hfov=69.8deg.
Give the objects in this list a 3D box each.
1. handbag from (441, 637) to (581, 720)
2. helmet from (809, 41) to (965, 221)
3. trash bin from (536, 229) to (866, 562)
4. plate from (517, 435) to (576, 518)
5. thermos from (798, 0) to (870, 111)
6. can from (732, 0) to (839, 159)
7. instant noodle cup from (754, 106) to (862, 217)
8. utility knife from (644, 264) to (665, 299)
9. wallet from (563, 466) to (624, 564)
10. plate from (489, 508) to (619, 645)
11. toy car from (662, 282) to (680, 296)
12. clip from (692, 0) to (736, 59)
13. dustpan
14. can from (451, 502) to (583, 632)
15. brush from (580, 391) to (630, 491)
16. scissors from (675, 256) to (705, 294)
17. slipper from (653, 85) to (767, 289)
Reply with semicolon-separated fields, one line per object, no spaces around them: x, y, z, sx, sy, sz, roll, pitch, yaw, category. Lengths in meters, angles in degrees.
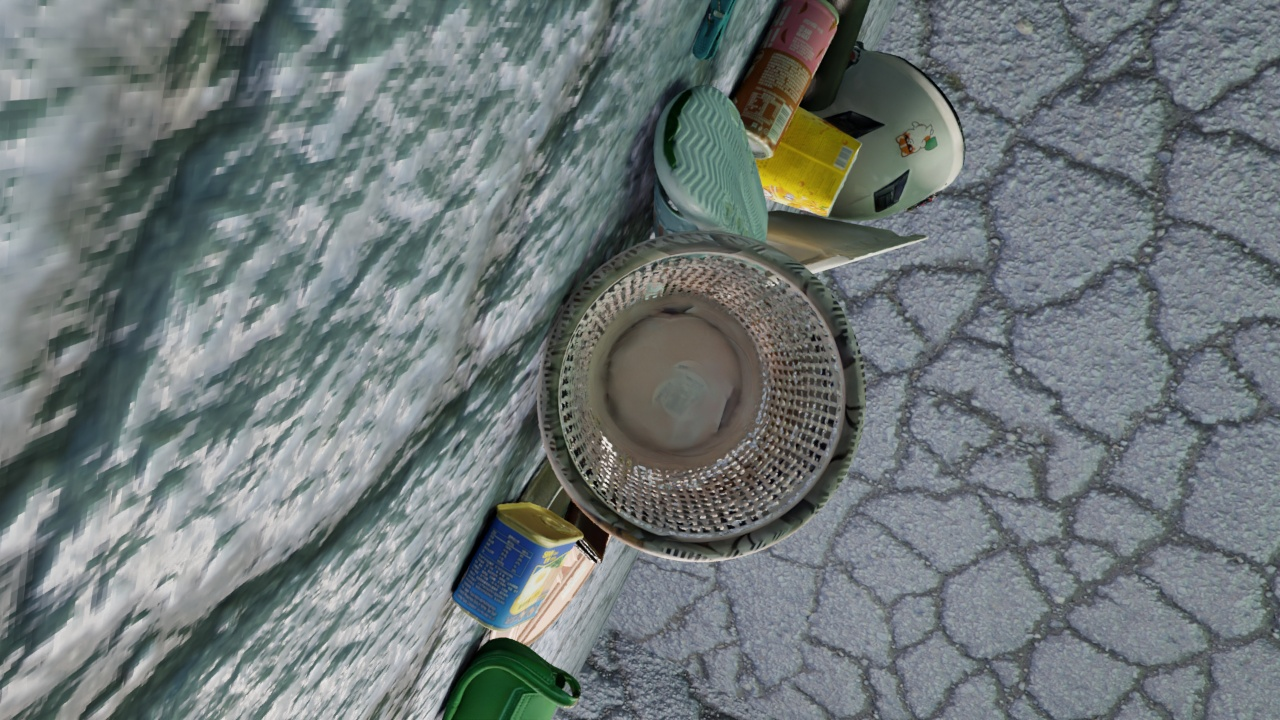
-0.134;0.357;0.931;0.068;0.120;0.131;-49;162;-82;handbag
0.264;-0.268;1.174;0.156;0.230;0.274;-39;-158;-6;helmet
0.037;0.023;0.714;0.227;0.227;0.192;-64;-175;0;trash bin
-0.096;0.154;0.867;0.179;0.024;0.179;-61;172;-15;plate
0.206;-0.361;0.971;0.243;0.068;0.089;97;-15;-66;thermos
0.129;-0.264;0.854;0.147;0.058;0.058;-63;172;-4;can
0.162;-0.217;0.982;0.116;0.124;0.116;-65;172;4;instant noodle cup
-0.005;0.005;0.904;0.018;0.034;0.217;-57;163;-61;utility knife
-0.045;0.143;0.976;0.096;0.020;0.122;59;41;-52;wallet
-0.090;0.239;1.050;0.229;0.028;0.230;-53;165;-21;plate
0.018;-0.045;0.927;0.042;0.035;0.090;-7;112;-84;toy car
0.052;-0.231;0.622;0.055;0.013;0.038;-68;172;23;clip
0.184;-0.103;1.148;0.222;0.258;0.143;-19;122;-49;dustpan
-0.099;0.165;0.742;0.083;0.057;0.102;-61;165;0;can
-0.029;0.059;0.881;0.073;0.055;0.144;-95;-170;-46;brush
0.063;-0.119;0.942;0.203;0.015;0.203;128;-29;-58;scissors
0.050;-0.123;0.708;0.245;0.074;0.104;43;50;-66;slipper
